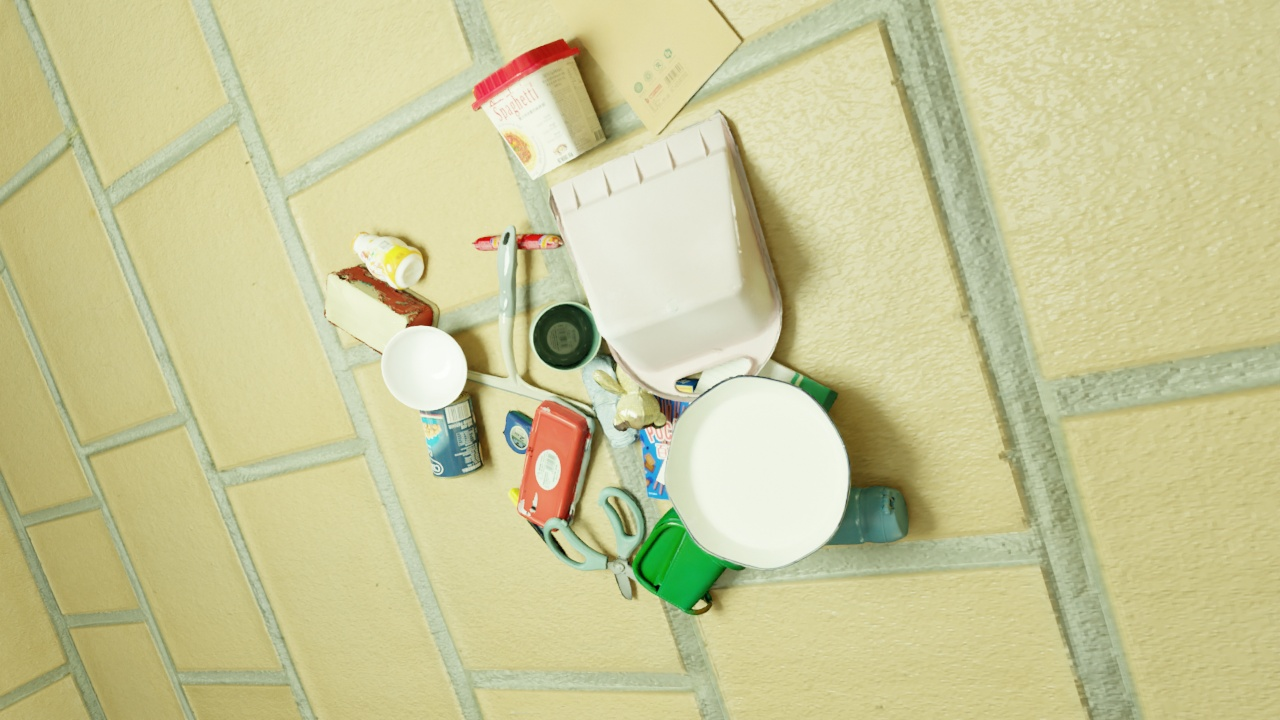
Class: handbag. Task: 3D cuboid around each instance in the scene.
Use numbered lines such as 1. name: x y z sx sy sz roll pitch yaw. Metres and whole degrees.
1. handbag: 0.062 0.249 1.152 0.120 0.067 0.132 38 122 9

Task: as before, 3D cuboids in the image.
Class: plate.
1. plate: 0.128 0.119 0.989 0.205 0.045 0.205 -2 87 25

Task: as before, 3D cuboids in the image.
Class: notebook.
1. notebook: 0.000 -0.375 1.009 0.148 0.008 0.207 -42 81 36
2. notebook: 0.119 0.091 1.066 0.150 0.012 0.209 27 115 13

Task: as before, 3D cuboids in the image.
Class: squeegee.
1. squeegee: -0.170 -0.054 1.201 0.247 0.039 0.247 15 119 29

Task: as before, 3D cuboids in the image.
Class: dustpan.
1. dustpan: 0.037 -0.099 1.030 0.223 0.139 0.273 -17 66 18

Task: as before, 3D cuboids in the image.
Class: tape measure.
1. tape measure: -0.164 0.102 1.274 0.058 0.025 0.055 31 123 26

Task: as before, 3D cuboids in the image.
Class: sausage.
1. sausage: -0.160 -0.153 1.187 0.156 0.020 0.020 3 108 33

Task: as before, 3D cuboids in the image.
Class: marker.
1. marker: -0.148 0.233 1.312 0.124 0.018 0.015 51 131 8

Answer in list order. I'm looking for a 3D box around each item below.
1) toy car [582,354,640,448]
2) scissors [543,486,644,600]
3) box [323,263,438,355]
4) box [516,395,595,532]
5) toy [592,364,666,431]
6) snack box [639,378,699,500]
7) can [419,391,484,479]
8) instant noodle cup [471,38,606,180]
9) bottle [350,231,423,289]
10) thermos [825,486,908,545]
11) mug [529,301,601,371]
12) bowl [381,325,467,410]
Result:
1. toy car: -0.037 0.052 1.165 0.054 0.036 0.120 -23 90 37
2. scissors: -0.060 0.253 1.239 0.178 0.019 0.174 -7 107 16
3. box: -0.383 -0.068 1.329 0.168 0.079 0.091 28 120 23
4. box: -0.113 0.143 1.241 0.087 0.048 0.202 25 124 15
5. toy: -0.006 0.006 1.094 0.066 0.105 0.157 135 132 -78
6. snack box: 0.041 0.099 1.133 0.085 0.026 0.157 3 108 33
7. can: -0.271 0.105 1.316 0.075 0.075 0.111 0 106 34
8. instant noodle cup: -0.111 -0.286 1.057 0.117 0.116 0.124 -20 106 37
9. bottle: -0.360 -0.146 1.297 0.108 0.063 0.063 29 120 23
10. thermos: 0.183 0.177 1.023 0.221 0.070 0.070 -6 102 24
11. mug: -0.084 -0.040 1.122 0.111 0.106 0.082 -45 97 -3
12. bowl: -0.292 0.005 1.276 0.118 0.064 0.118 1 102 3
